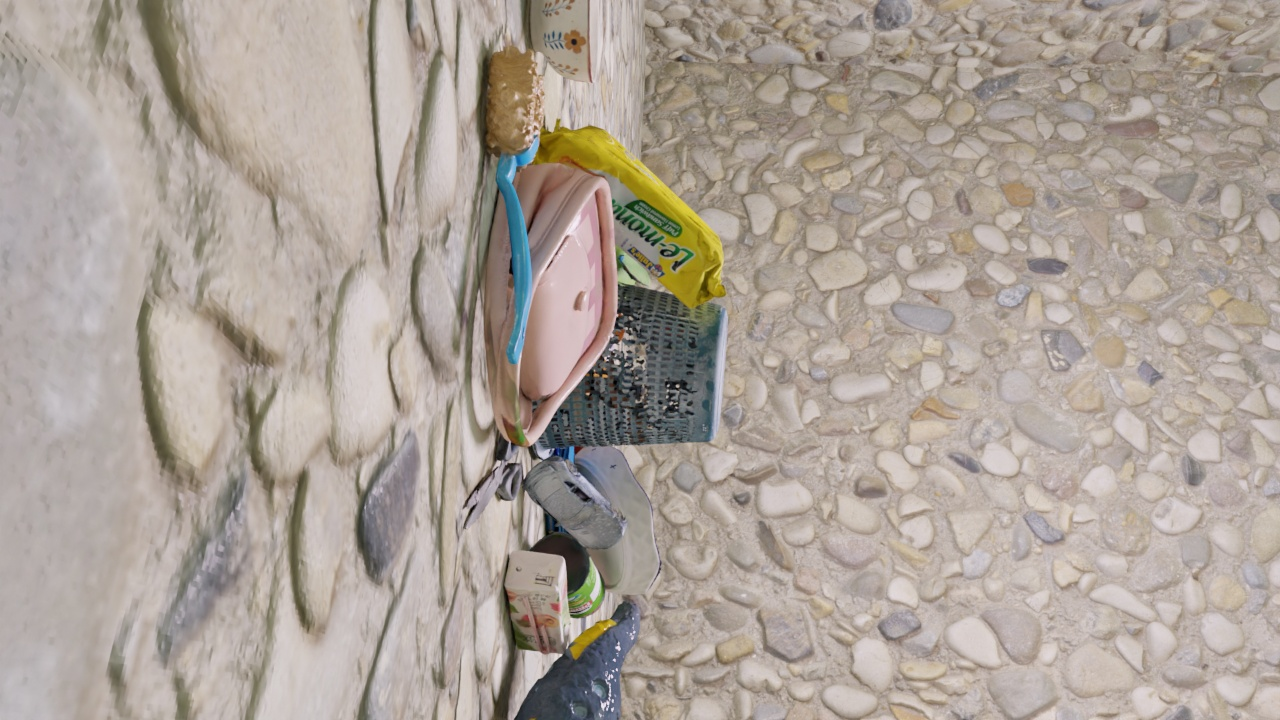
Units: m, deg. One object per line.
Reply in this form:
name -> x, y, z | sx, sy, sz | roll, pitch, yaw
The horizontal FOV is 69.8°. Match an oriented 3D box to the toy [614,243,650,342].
toy -> -0.049, -0.137, 1.236 | 0.246, 0.090, 0.227 | -119, -168, -83

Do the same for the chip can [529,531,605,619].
chip can -> -0.083, 0.253, 1.064 | 0.236, 0.072, 0.072 | 86, 6, -69

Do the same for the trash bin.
trash bin -> -0.006, 0.006, 1.010 | 0.226, 0.195, 0.226 | 7, 88, -84

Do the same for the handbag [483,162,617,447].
handbag -> -0.087, -0.033, 0.775 | 0.194, 0.093, 0.233 | 89, 11, -45

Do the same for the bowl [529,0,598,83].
bowl -> -0.074, -0.333, 0.901 | 0.113, 0.062, 0.113 | 9, 84, -88

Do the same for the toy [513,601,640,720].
toy -> -0.075, 0.371, 0.854 | 0.138, 0.091, 0.355 | 70, 35, -50

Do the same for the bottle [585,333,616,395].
bottle -> -0.071, 0.014, 1.210 | 0.189, 0.068, 0.068 | -85, 176, -58

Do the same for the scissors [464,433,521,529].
scissors -> -0.121, 0.091, 0.756 | 0.173, 0.014, 0.145 | 81, 12, -64

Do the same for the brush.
brush -> -0.093, -0.120, 0.688 | 0.083, 0.046, 0.254 | 96, -9, -71

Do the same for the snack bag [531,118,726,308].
snack bag -> -0.006, -0.163, 0.965 | 0.068, 0.246, 0.157 | -47, -170, 14

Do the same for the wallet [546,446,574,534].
wallet -> -0.096, 0.155, 1.140 | 0.106, 0.040, 0.133 | -94, -176, -67

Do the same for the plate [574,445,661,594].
plate -> -0.047, 0.209, 1.192 | 0.205, 0.045, 0.205 | 34, -50, 52

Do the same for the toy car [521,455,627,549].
toy car -> -0.067, 0.149, 0.939 | 0.120, 0.054, 0.036 | 45, 21, -16

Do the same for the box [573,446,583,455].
box -> -0.064, 0.069, 1.316 | 0.168, 0.079, 0.091 | -84, 176, -70

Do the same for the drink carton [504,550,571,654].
drink carton -> -0.098, 0.239, 0.890 | 0.045, 0.053, 0.123 | -80, 173, -46
